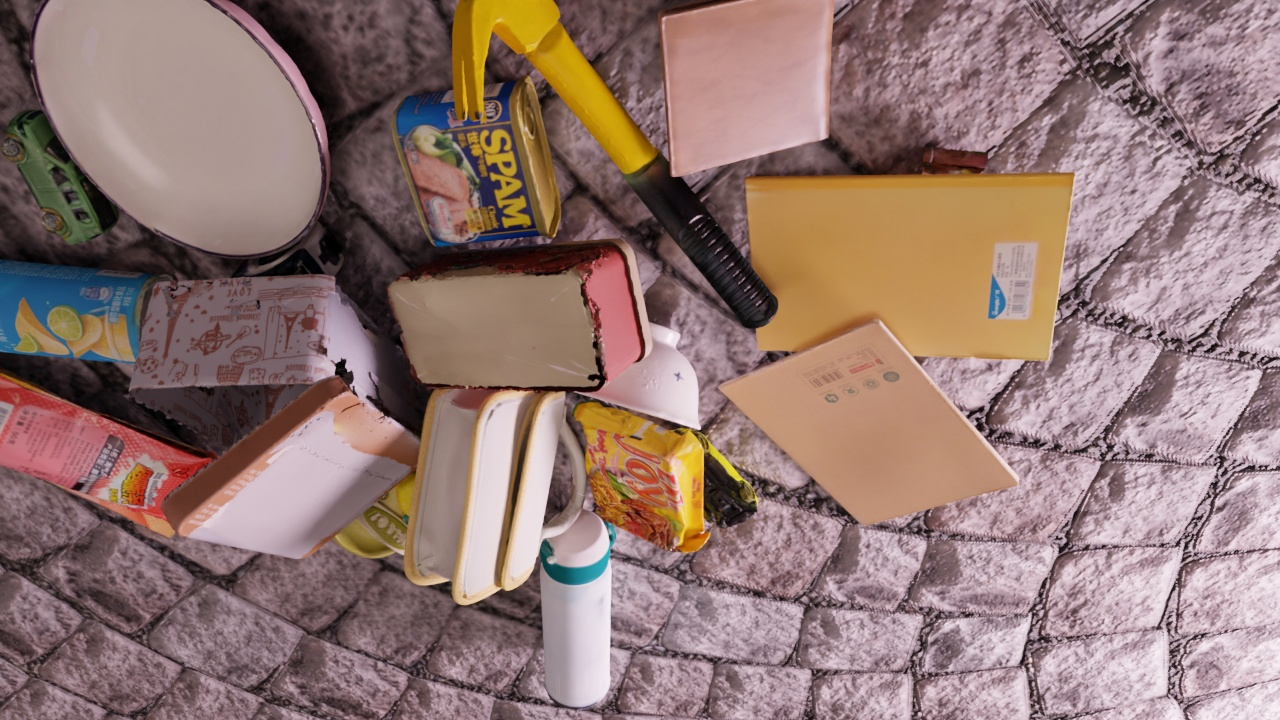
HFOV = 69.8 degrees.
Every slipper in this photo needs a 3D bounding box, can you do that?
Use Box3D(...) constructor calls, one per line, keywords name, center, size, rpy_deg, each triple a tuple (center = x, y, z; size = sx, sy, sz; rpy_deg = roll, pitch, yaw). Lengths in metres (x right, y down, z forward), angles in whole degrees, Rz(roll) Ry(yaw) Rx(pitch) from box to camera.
Box3D(name="slipper", center=(-0.194, 0.124, 0.754), size=(0.191, 0.081, 0.091), rpy_deg=(-34, 117, 28))

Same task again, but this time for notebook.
Box3D(name="notebook", center=(0.182, 0.059, 0.732), size=(0.148, 0.008, 0.207), rpy_deg=(-26, 123, 38))
Box3D(name="notebook", center=(0.178, -0.062, 0.633), size=(0.206, 0.010, 0.146), rpy_deg=(2, 128, 17))

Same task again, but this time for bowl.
Box3D(name="bowl", center=(-0.004, 0.004, 0.676), size=(0.118, 0.118, 0.064), rpy_deg=(17, 87, -11))

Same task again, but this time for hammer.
Box3D(name="hammer", center=(-0.001, -0.124, 0.577), size=(0.128, 0.033, 0.300), rpy_deg=(-52, 124, -12))

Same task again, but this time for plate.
Box3D(name="plate", center=(-0.280, -0.154, 0.577), size=(0.192, 0.038, 0.193), rpy_deg=(9, 131, 10))

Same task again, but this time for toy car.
Box3D(name="toy car", center=(0.056, 0.096, 0.773), size=(0.048, 0.032, 0.105), rpy_deg=(-36, 107, 28))
Box3D(name="toy car", center=(-0.387, -0.123, 0.616), size=(0.036, 0.043, 0.091), rpy_deg=(-5, 128, 9))

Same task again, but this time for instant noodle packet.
Box3D(name="instant noodle packet", center=(0.001, 0.095, 0.742), size=(0.111, 0.044, 0.129), rpy_deg=(16, 135, 27))

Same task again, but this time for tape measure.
Box3D(name="tape measure", center=(-0.241, -0.067, 0.638), size=(0.066, 0.065, 0.033), rpy_deg=(-7, 130, 26))

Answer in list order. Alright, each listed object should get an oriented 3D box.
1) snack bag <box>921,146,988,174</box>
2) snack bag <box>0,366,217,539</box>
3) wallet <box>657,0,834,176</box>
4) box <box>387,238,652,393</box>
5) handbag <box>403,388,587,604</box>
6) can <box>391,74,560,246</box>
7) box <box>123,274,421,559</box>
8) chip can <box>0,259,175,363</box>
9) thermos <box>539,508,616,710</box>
Box3D(name="snack bag", center=(0.202, -0.095, 0.627), size=(0.048, 0.026, 0.104), rpy_deg=(4, 127, -7))
Box3D(name="snack bag", center=(-0.465, 0.074, 0.759), size=(0.207, 0.073, 0.129), rpy_deg=(30, 127, -26))
Box3D(name="wallet", center=(0.065, -0.171, 0.553), size=(0.115, 0.020, 0.101), rpy_deg=(-17, 128, -15))
Box3D(name="box", center=(-0.087, -0.028, 0.609), size=(0.169, 0.078, 0.091), rpy_deg=(0, 113, 32))
Box3D(name="handbag", center=(-0.091, 0.095, 0.718), size=(0.063, 0.178, 0.163), rpy_deg=(17, 101, 33))
Box3D(name="can", center=(-0.104, -0.126, 0.596), size=(0.083, 0.057, 0.102), rpy_deg=(-5, 126, 9))
Box3D(name="box", center=(-0.234, 0.055, 0.628), size=(0.150, 0.166, 0.182), rpy_deg=(-1, 158, 7))
Box3D(name="chip can", center=(-0.452, -0.038, 0.665), size=(0.210, 0.071, 0.071), rpy_deg=(6, 127, -3))
Box3D(name="thermos", center=(-0.058, 0.233, 0.860), size=(0.073, 0.073, 0.225), rpy_deg=(2, 127, 0))
